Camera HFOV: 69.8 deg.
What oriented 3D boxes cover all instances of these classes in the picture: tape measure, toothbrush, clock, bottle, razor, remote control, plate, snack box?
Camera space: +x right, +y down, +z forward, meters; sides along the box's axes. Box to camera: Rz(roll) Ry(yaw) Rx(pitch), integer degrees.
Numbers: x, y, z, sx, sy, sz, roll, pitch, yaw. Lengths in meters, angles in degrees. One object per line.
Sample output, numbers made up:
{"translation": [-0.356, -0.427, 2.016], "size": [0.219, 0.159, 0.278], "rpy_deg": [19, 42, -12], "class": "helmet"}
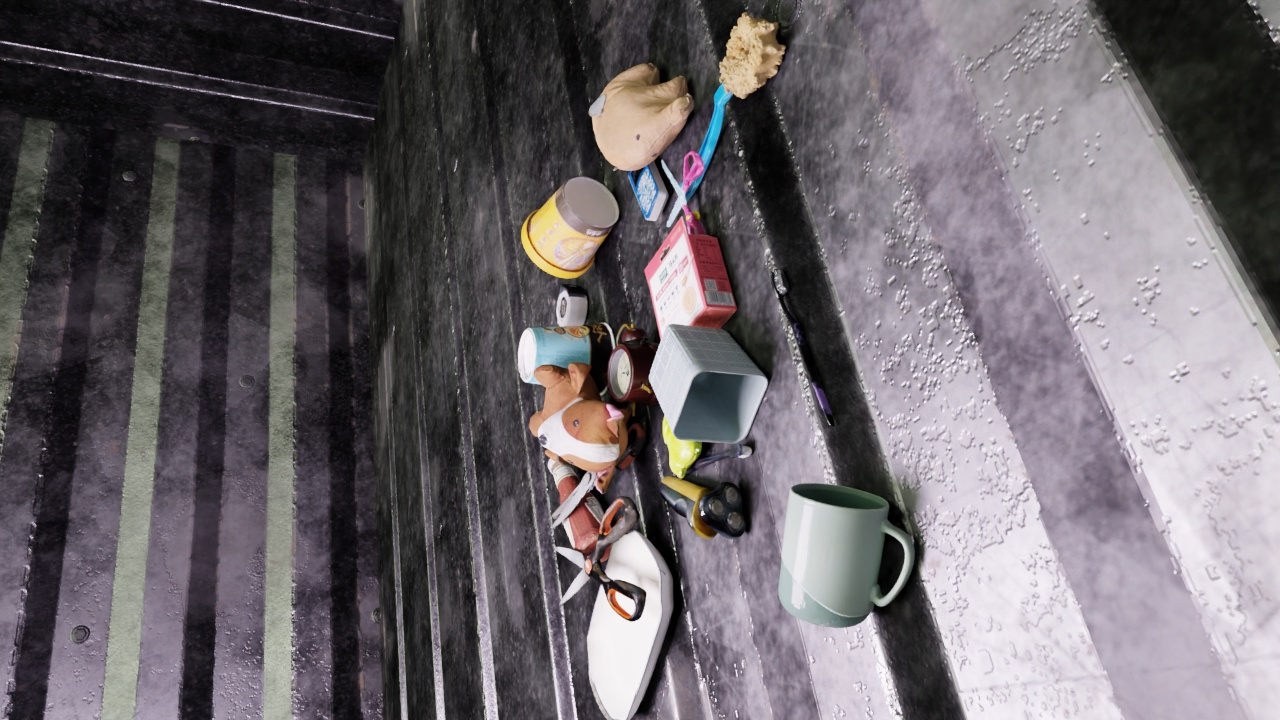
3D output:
{"translation": [-0.108, -0.082, 1.444], "size": [0.066, 0.033, 0.066], "rpy_deg": [-132, 49, -59], "class": "tape measure"}
{"translation": [0.077, 0.117, 1.056], "size": [0.181, 0.018, 0.015], "rpy_deg": [149, 127, -62], "class": "toothbrush"}
{"translation": [-0.007, 0.007, 1.195], "size": [0.082, 0.055, 0.121], "rpy_deg": [-58, 41, 46], "class": "clock"}
{"translation": [0.160, -0.017, 0.901], "size": [0.017, 0.014, 0.188], "rpy_deg": [-45, 47, 38], "class": "toothbrush"}
{"translation": [-0.093, 0.210, 1.347], "size": [0.206, 0.059, 0.060], "rpy_deg": [56, 136, 51], "class": "bottle"}
{"translation": [0.065, 0.158, 1.044], "size": [0.067, 0.062, 0.167], "rpy_deg": [-57, 19, -7], "class": "razor"}
{"translation": [0.010, -0.237, 1.226], "size": [0.124, 0.024, 0.049], "rpy_deg": [-109, 33, -45], "class": "remote control"}
{"translation": [-0.012, 0.345, 1.190], "size": [0.162, 0.034, 0.266], "rpy_deg": [50, 131, 55], "class": "plate"}
{"translation": [0.057, -0.085, 1.087], "size": [0.113, 0.044, 0.127], "rpy_deg": [129, 136, -52], "class": "snack box"}

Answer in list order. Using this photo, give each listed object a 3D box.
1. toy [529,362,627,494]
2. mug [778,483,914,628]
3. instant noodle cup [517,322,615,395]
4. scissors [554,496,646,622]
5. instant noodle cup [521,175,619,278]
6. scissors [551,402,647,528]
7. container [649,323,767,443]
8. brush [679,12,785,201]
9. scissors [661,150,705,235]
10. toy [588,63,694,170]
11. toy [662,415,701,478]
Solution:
{"translation": [-0.085, 0.082, 1.223], "size": [0.199, 0.130, 0.140], "rpy_deg": [41, 133, 47], "class": "toy"}
{"translation": [0.175, 0.169, 0.782], "size": [0.112, 0.082, 0.106], "rpy_deg": [10, 96, 33], "class": "mug"}
{"translation": [-0.111, -0.005, 1.340], "size": [0.111, 0.120, 0.111], "rpy_deg": [-177, 90, -65], "class": "instant noodle cup"}
{"translation": [-0.054, 0.269, 1.194], "size": [0.227, 0.021, 0.221], "rpy_deg": [50, 125, 48], "class": "scissors"}
{"translation": [-0.099, -0.201, 1.355], "size": [0.115, 0.118, 0.118], "rpy_deg": [-44, 48, 45], "class": "instant noodle cup"}
{"translation": [-0.064, 0.146, 1.276], "size": [0.205, 0.015, 0.198], "rpy_deg": [-14, 60, 52], "class": "scissors"}
{"translation": [0.067, 0.021, 1.003], "size": [0.111, 0.089, 0.090], "rpy_deg": [-119, 41, -52], "class": "container"}
{"translation": [0.094, -0.282, 1.049], "size": [0.255, 0.045, 0.083], "rpy_deg": [117, 142, -47], "class": "brush"}
{"translation": [0.054, -0.197, 1.109], "size": [0.133, 0.017, 0.135], "rpy_deg": [65, 155, 25], "class": "scissors"}
{"translation": [0.007, -0.304, 1.171], "size": [0.143, 0.082, 0.226], "rpy_deg": [-63, 32, 13], "class": "toy"}
{"translation": [0.048, 0.086, 1.090], "size": [0.100, 0.031, 0.097], "rpy_deg": [-154, 74, -70], "class": "toy"}
